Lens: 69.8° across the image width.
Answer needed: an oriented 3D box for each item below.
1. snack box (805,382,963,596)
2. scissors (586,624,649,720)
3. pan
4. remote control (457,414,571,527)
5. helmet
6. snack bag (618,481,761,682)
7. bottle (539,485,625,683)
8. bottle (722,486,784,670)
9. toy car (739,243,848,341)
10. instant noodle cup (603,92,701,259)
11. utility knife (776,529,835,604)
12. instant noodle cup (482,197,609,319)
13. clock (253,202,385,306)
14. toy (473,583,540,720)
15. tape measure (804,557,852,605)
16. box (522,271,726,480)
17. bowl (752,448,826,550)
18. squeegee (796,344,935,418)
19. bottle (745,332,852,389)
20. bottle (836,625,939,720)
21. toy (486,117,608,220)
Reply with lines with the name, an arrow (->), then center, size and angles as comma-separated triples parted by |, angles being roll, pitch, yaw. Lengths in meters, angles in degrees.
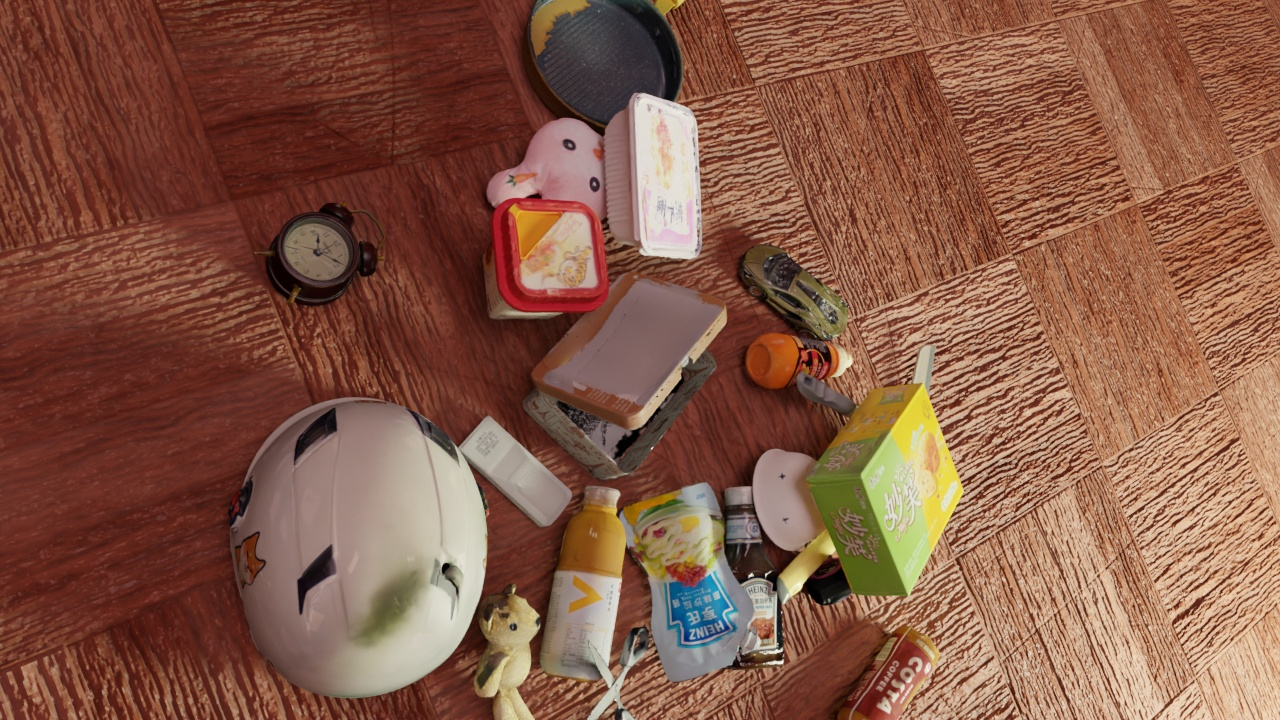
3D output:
snack box -> 0.283, 0.142, 1.040 | 0.209, 0.070, 0.158 | -40, 112, -46
scissors -> -0.023, 0.313, 0.890 | 0.159, 0.014, 0.179 | -69, 151, -46
pan -> 0.011, -0.415, 1.105 | 0.197, 0.078, 0.356 | 47, 62, -10
remote control -> -0.126, 0.114, 0.936 | 0.125, 0.024, 0.048 | 43, 62, -10
helmet -> -0.232, 0.153, 0.797 | 0.229, 0.157, 0.273 | 4, 75, -26
snack bag -> 0.052, 0.233, 0.968 | 0.110, 0.039, 0.191 | -17, 80, -7
bottle -> -0.053, 0.221, 0.919 | 0.068, 0.068, 0.189 | 17, 70, -22
bottle -> 0.117, 0.238, 1.015 | 0.079, 0.044, 0.194 | 6, 74, -30
toy car -> 0.190, -0.084, 1.135 | 0.158, 0.042, 0.070 | 36, 64, -11
instant noodle cup -> 0.011, -0.201, 1.031 | 0.137, 0.060, 0.173 | -6, 96, -57
utility knife -> 0.220, 0.214, 1.069 | 0.215, 0.022, 0.031 | -30, 92, -36
instant noodle cup -> -0.106, -0.094, 0.940 | 0.116, 0.124, 0.116 | -2, 77, -27
clock -> -0.303, -0.105, 0.884 | 0.121, 0.055, 0.082 | -36, 94, -31
toy -> -0.120, 0.290, 0.853 | 0.066, 0.105, 0.157 | -3, 102, 11
tape measure -> 0.219, 0.255, 1.052 | 0.057, 0.058, 0.039 | -28, 95, 3
box -> -0.005, 0.004, 0.937 | 0.152, 0.175, 0.181 | 45, 63, -11
bowl -> 0.188, 0.152, 1.038 | 0.118, 0.065, 0.118 | 20, 62, -42
squeegee -> 0.261, 0.060, 1.122 | 0.246, 0.039, 0.246 | 23, 72, -36
bottle -> 0.199, 0.000, 1.108 | 0.149, 0.067, 0.066 | 0, 77, -34
bottle -> 0.274, 0.385, 1.047 | 0.174, 0.058, 0.057 | -42, 97, -28
toy -> -0.090, -0.196, 1.016 | 0.159, 0.054, 0.121 | -41, 106, -22
